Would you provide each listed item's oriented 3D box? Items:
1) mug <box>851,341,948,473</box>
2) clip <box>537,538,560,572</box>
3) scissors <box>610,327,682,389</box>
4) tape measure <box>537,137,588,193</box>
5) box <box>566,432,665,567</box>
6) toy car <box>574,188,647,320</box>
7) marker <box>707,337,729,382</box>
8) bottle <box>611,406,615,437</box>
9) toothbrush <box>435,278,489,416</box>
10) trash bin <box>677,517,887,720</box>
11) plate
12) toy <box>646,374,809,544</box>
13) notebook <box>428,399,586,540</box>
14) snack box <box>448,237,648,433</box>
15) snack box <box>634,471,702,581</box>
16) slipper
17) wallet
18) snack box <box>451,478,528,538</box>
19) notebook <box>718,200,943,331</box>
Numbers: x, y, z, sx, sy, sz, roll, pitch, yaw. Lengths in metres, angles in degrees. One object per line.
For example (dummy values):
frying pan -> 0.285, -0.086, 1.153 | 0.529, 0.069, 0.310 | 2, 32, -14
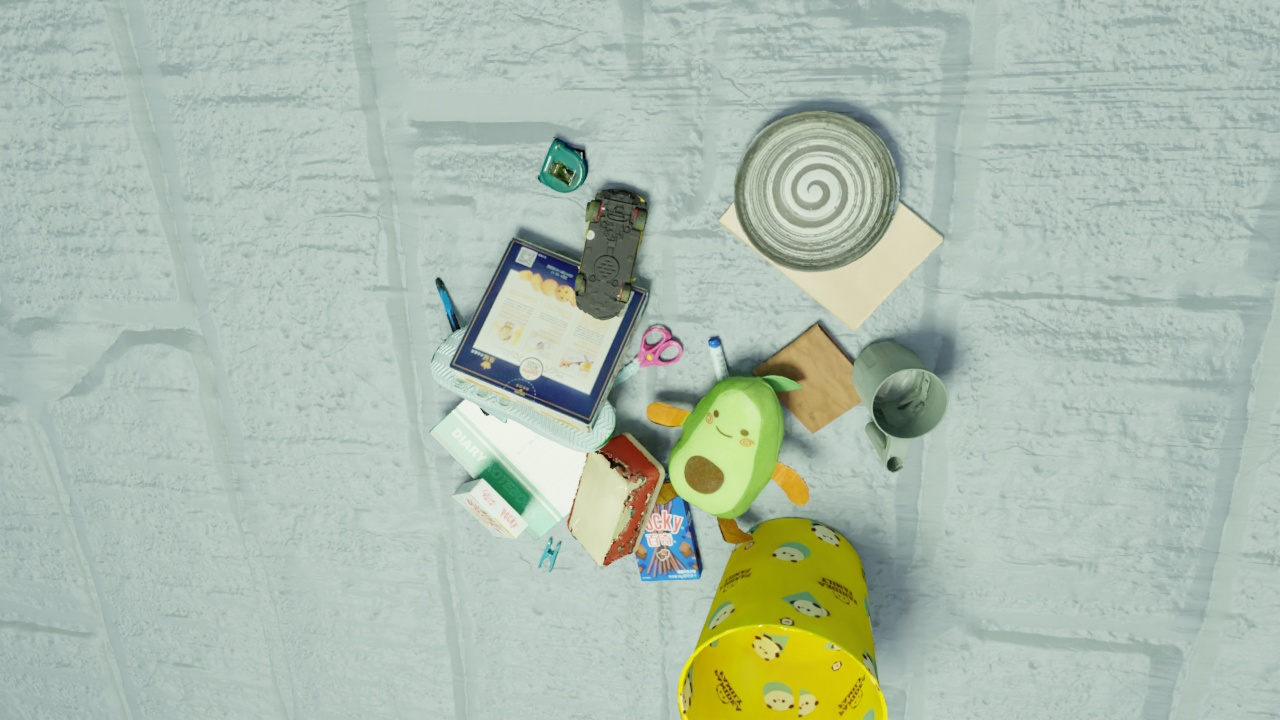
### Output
mug -> 0.285, 0.049, 1.041 | 0.083, 0.103, 0.124 | 8, 110, -4
clip -> -0.129, 0.277, 1.303 | 0.043, 0.014, 0.057 | 21, 115, 4
scissors -> -0.007, 0.006, 1.158 | 0.134, 0.017, 0.057 | -36, 106, 28
tape measure -> -0.089, -0.224, 1.073 | 0.054, 0.025, 0.058 | 28, 117, 3
box -> -0.039, 0.183, 1.167 | 0.091, 0.076, 0.169 | 43, 135, 30
toy car -> -0.036, -0.124, 1.068 | 0.071, 0.041, 0.156 | 11, 92, 1
marker -> 0.108, 0.040, 1.141 | 0.017, 0.016, 0.146 | -11, 110, 18
bottle -> -0.088, 0.075, 1.175 | 0.108, 0.063, 0.063 | 9, 114, 4
toothbrush -> -0.229, -0.017, 1.185 | 0.014, 0.016, 0.189 | -20, 92, 6
trash bin -> 0.179, 0.336, 1.116 | 0.230, 0.254, 0.230 | 5, 114, 11
plate -> 0.193, -0.185, 1.011 | 0.179, 0.024, 0.180 | 6, 113, 13
toy -> 0.102, 0.116, 1.115 | 0.227, 0.089, 0.247 | 28, 121, 14
notebook -> -0.156, 0.121, 1.220 | 0.150, 0.012, 0.209 | -41, 99, 7
snack box -> -0.106, -0.031, 1.090 | 0.178, 0.046, 0.182 | 23, 76, 4
snack box -> 0.028, 0.225, 1.234 | 0.085, 0.026, 0.157 | -7, 111, 17
slipper -> -0.141, 0.036, 1.134 | 0.245, 0.074, 0.104 | 29, 74, 8
wallet -> 0.211, 0.025, 1.108 | 0.101, 0.020, 0.115 | -39, 101, 26
snack box -> -0.204, 0.199, 1.227 | 0.084, 0.026, 0.157 | 46, 160, -7
notebook -> 0.213, -0.148, 1.039 | 0.207, 0.008, 0.148 | 38, 116, -4
